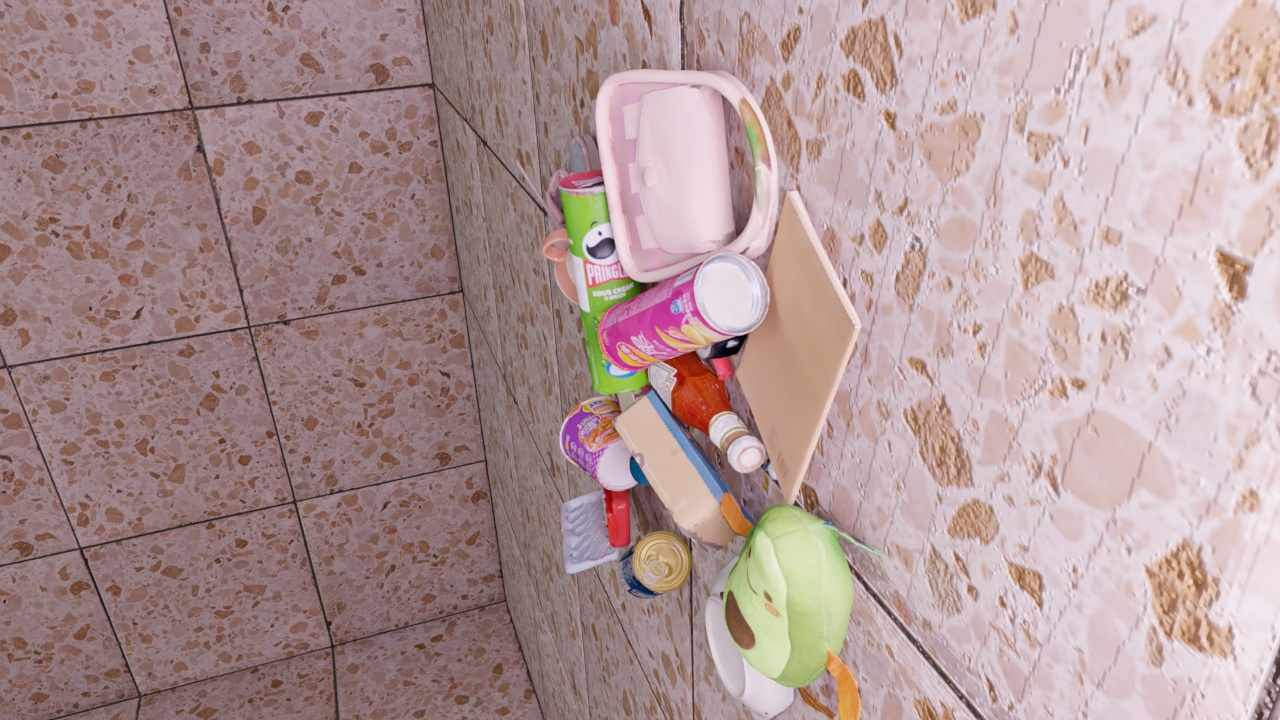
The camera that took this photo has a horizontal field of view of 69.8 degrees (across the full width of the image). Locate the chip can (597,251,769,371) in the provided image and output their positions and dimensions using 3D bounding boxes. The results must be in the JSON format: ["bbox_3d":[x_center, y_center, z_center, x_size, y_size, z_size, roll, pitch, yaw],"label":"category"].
[{"bbox_3d":[0.032,-0.038,0.827,0.211,0.071,0.071,-19,82,65],"label":"chip can"}]

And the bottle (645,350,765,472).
[{"bbox_3d":[0.064,0.043,0.908,0.206,0.059,0.060,-128,31,-57],"label":"bottle"}]

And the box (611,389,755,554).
[{"bbox_3d":[0.045,0.117,0.937,0.184,0.060,0.090,52,-176,37],"label":"box"}]

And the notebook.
[{"bbox_3d":[0.119,-0.005,0.731,0.212,0.012,0.149,98,163,-47],"label":"notebook"}]

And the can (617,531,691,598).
[{"bbox_3d":[0.016,0.267,1.191,0.111,0.075,0.075,122,134,-68],"label":"can"}]

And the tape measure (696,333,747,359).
[{"bbox_3d":[0.072,-0.035,0.876,0.066,0.033,0.065,114,144,-59],"label":"tape measure"}]

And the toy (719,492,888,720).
[{"bbox_3d":[0.121,0.203,0.770,0.227,0.089,0.247,55,156,37],"label":"toy"}]

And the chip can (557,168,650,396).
[{"bbox_3d":[-0.035,-0.078,0.966,0.072,0.072,0.236,-130,29,-59],"label":"chip can"}]

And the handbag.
[{"bbox_3d":[0.052,-0.164,0.798,0.234,0.093,0.193,16,117,63],"label":"handbag"}]

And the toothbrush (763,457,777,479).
[{"bbox_3d":[0.132,0.054,0.766,0.181,0.015,0.018,102,146,-56],"label":"toothbrush"}]

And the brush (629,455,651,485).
[{"bbox_3d":[0.026,0.123,1.064,0.144,0.073,0.055,-161,64,-72],"label":"brush"}]

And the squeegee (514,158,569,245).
[{"bbox_3d":[-0.060,-0.175,1.143,0.247,0.040,0.250,58,153,-9],"label":"squeegee"}]

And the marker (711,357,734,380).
[{"bbox_3d":[0.062,-0.044,0.932,0.017,0.017,0.145,104,150,-56],"label":"marker"}]

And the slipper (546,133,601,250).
[{"bbox_3d":[-0.100,-0.211,1.301,0.275,0.054,0.114,112,144,-61],"label":"slipper"}]

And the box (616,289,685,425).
[{"bbox_3d":[-0.007,0.006,1.091,0.091,0.076,0.168,136,121,-72],"label":"box"}]

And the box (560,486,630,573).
[{"bbox_3d":[-0.069,0.212,1.318,0.201,0.098,0.119,-107,15,-71],"label":"box"}]

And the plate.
[{"bbox_3d":[0.105,0.304,0.989,0.164,0.034,0.164,106,149,-58],"label":"plate"}]

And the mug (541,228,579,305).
[{"bbox_3d":[-0.056,-0.123,1.081,0.106,0.114,0.081,-29,43,58],"label":"mug"}]

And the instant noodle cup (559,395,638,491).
[{"bbox_3d":[-0.041,0.119,1.245,0.099,0.111,0.112,42,141,52],"label":"instant noodle cup"}]
